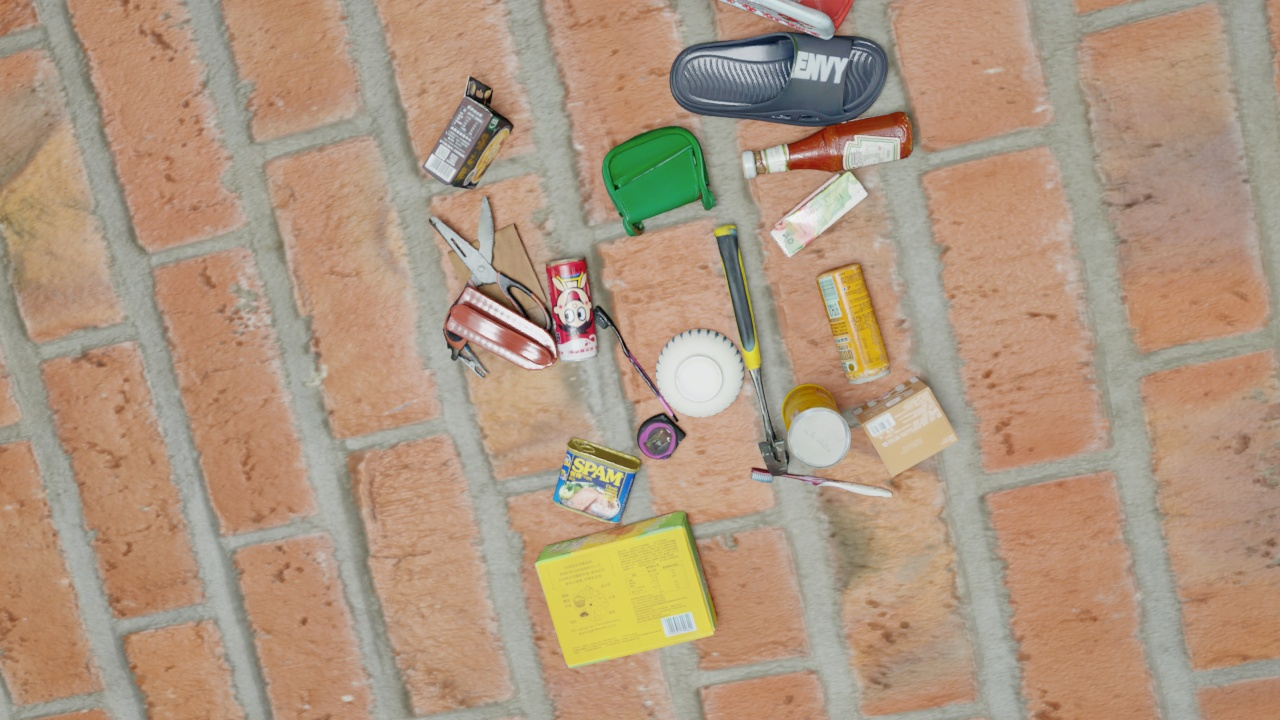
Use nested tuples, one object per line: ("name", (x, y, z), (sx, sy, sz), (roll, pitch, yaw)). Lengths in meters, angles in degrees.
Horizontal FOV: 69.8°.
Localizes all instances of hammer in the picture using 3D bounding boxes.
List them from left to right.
("hammer", (0.141, -0.012, 1.160), (0.032, 0.126, 0.323), (-13, 89, 8))

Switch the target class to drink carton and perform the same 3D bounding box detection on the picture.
("drink carton", (0.220, -0.184, 1.148), (0.122, 0.053, 0.045), (-39, 91, 9))

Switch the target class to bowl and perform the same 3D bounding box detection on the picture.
("bowl", (0.076, 0.019, 1.186), (0.116, 0.066, 0.116), (1, 98, 6))

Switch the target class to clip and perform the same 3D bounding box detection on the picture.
("clip", (-0.229, 0.002, 1.242), (0.043, 0.027, 0.058), (-44, 94, 3))

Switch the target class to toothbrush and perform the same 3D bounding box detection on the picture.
("toothbrush", (-0.007, 0.007, 1.221), (0.018, 0.014, 0.189), (-34, 93, 20))
("toothbrush", (0.238, 0.164, 1.212), (0.187, 0.016, 0.017), (9, 106, 6))

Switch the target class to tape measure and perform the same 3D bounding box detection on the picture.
("tape measure", (0.024, 0.103, 1.216), (0.058, 0.039, 0.057), (-44, 91, 10))

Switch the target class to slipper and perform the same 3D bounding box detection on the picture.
("slipper", (0.166, -0.344, 1.119), (0.268, 0.083, 0.111), (2, 100, 8))

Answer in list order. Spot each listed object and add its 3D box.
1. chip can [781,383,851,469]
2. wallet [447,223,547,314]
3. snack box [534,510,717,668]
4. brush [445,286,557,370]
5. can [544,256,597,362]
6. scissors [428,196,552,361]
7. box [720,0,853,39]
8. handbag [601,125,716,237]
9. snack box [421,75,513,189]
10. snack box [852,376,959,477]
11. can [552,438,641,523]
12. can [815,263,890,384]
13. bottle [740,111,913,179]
("chip can", (0.208, 0.074, 1.103), (0.072, 0.213, 0.072), (1, 95, 7))
("wallet", (-0.190, -0.111, 1.225), (0.101, 0.020, 0.115), (-23, 97, 10))
("snack box", (-0.018, 0.307, 1.234), (0.210, 0.070, 0.157), (-16, 96, 9))
("brush", (-0.173, -0.033, 1.173), (0.146, 0.069, 0.063), (29, 97, -4))
("can", (-0.090, -0.066, 1.200), (0.053, 0.053, 0.133), (-7, 97, 7))
("scissors", (-0.200, -0.100, 1.206), (0.189, 0.015, 0.225), (14, 98, -2))
("box", (0.145, -0.438, 1.081), (0.201, 0.154, 0.074), (26, 136, 11))
("handbag", (0.020, -0.230, 1.163), (0.131, 0.068, 0.120), (-18, 102, 8))
("snack box", (-0.213, -0.282, 1.155), (0.053, 0.113, 0.126), (35, 100, 0))
("snack box", (0.330, 0.081, 1.149), (0.093, 0.094, 0.077), (-31, 93, 9))
("can", (-0.059, 0.162, 1.227), (0.102, 0.057, 0.083), (18, 102, 4))
("can", (0.269, -0.047, 1.158), (0.058, 0.058, 0.146), (-17, 95, 9))
("bottle", (0.228, -0.260, 1.134), (0.206, 0.059, 0.060), (-9, 96, 8))
